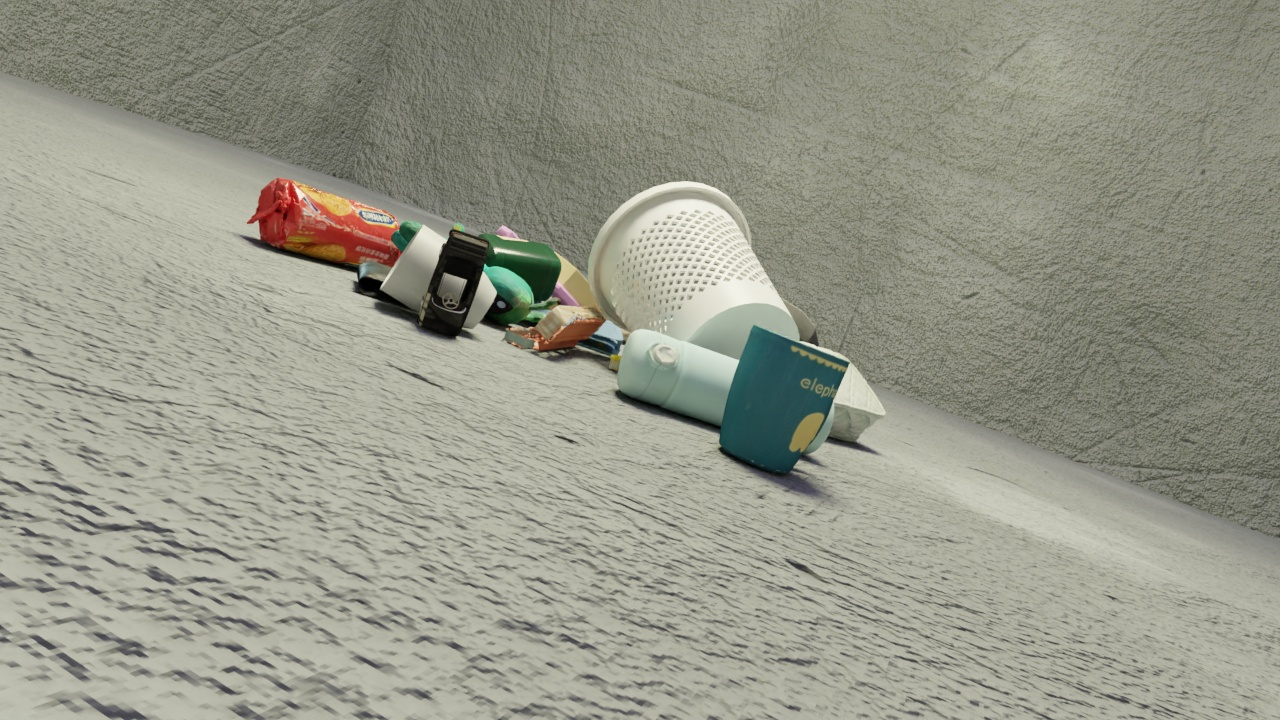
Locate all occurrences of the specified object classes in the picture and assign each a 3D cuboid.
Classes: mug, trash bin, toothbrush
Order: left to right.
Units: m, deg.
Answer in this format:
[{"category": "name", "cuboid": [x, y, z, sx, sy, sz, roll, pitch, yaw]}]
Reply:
[{"category": "mug", "cuboid": [-0.184, -0.078, 0.867, 0.089, 0.071, 0.107, 34, 16, -18]}, {"category": "toothbrush", "cuboid": [-0.006, 0.006, 1.036, 0.021, 0.016, 0.135, 21, 4, 22]}, {"category": "trash bin", "cuboid": [0.065, -0.058, 0.981, 0.195, 0.196, 0.199, 16, 28, -32]}, {"category": "mug", "cuboid": [0.121, 0.037, 0.755, 0.084, 0.104, 0.112, 26, 6, 42]}]

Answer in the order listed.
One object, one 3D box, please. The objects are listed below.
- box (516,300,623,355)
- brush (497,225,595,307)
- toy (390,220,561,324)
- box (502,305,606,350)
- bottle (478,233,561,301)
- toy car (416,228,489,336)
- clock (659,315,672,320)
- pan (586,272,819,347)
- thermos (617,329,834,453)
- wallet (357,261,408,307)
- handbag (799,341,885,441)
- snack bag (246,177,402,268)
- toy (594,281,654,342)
[{"category": "box", "cuboid": [-0.122, -0.048, 1.103, 0.209, 0.037, 0.065, 17, 19, -14]}, {"category": "brush", "cuboid": [-0.126, -0.129, 1.292, 0.089, 0.043, 0.229, 37, -7, 35]}, {"category": "toy", "cuboid": [-0.177, -0.094, 0.995, 0.193, 0.072, 0.131, 33, -19, -18]}, {"category": "box", "cuboid": [-0.087, -0.032, 0.978, 0.048, 0.085, 0.187, 59, 9, 4]}, {"category": "bottle", "cuboid": [-0.165, -0.110, 1.072, 0.131, 0.061, 0.061, 5, 30, -37]}, {"category": "toy car", "cuboid": [-0.162, -0.065, 0.797, 0.040, 0.092, 0.037, 17, 18, -20]}, {"category": "clock", "cuboid": [0.077, -0.019, 1.174, 0.161, 0.060, 0.117, 4, 13, -14]}, {"category": "pan", "cuboid": [0.087, -0.060, 1.340, 0.357, 0.041, 0.179, 24, -36, -3]}, {"category": "thermos", "cuboid": [0.077, 0.029, 0.858, 0.206, 0.065, 0.078, 19, -21, -16]}, {"category": "wallet", "cuboid": [-0.227, -0.069, 0.921, 0.115, 0.026, 0.089, 18, 8, -22]}, {"category": "handbag", "cuboid": [0.194, 0.029, 1.108, 0.194, 0.073, 0.138, 15, 35, -39]}, {"category": "snack bag", "cuboid": [-0.336, -0.146, 1.003, 0.082, 0.082, 0.176, 25, 7, 37]}, {"category": "toy", "cuboid": [-0.007, -0.047, 1.288, 0.085, 0.074, 0.106, -26, 60, -37]}]
